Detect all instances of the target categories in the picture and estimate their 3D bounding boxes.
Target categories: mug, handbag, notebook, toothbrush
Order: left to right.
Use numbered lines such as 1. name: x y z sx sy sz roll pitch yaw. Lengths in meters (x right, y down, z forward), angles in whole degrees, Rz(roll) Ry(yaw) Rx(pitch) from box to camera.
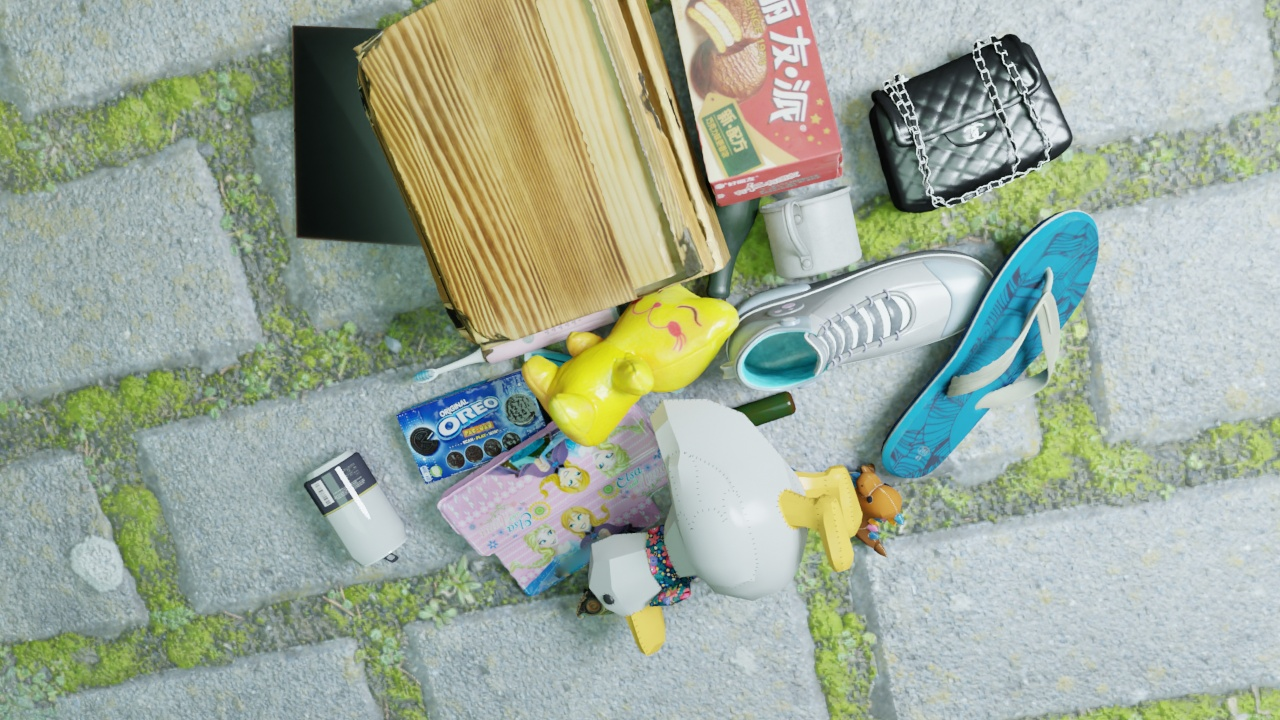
1. notebook: -0.279 -0.224 0.922 0.141 0.008 0.209 5 102 6
2. toothbrush: -0.126 -0.016 0.925 0.223 0.026 0.027 -19 80 5
3. mug: 0.153 -0.115 0.837 0.084 0.113 0.070 -9 103 27
4. handbag: 0.282 -0.208 0.801 0.154 0.114 0.125 -21 96 15

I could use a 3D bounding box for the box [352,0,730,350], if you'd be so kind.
1. box: -0.086 -0.171 0.784 0.247 0.175 0.279 -18 100 14

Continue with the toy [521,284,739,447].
1. toy: -0.005 0.005 0.848 0.193 0.134 0.087 -36 121 -16

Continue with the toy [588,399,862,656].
1. toy: 0.062 0.152 0.849 0.268 0.140 0.247 -11 101 21

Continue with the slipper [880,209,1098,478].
1. slipper: 0.333 0.003 0.842 0.118 0.060 0.295 17 114 -38

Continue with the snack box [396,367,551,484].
1. snack box: -0.171 0.067 0.957 0.150 0.027 0.082 -20 100 10

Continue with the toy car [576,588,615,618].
1. toy car: -0.019 0.236 0.963 0.047 0.047 0.112 40 107 -11

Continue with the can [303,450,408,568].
1. can: -0.298 0.162 0.974 0.064 0.064 0.127 -29 96 12

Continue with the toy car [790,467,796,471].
1. toy car: 0.128 0.160 0.930 0.056 0.043 0.120 15 100 4

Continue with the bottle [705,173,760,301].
1. bottle: 0.085 -0.139 0.870 0.055 0.055 0.174 9 103 5

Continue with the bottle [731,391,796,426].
1. bottle: 0.103 0.058 0.922 0.106 0.025 0.025 -19 98 10

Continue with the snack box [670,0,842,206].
1. snack box: 0.096 -0.262 0.799 0.113 0.060 0.236 -12 78 9

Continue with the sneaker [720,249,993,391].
1. sneaker: 0.200 -0.030 0.824 0.257 0.160 0.093 -15 99 11

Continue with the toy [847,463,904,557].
1. toy: 0.228 0.152 0.893 0.070 0.090 0.103 -34 97 -19

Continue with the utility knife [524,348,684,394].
1. utility knife: -0.037 0.010 0.937 0.169 0.015 0.022 11 71 3

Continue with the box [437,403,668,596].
1. box: -0.071 0.143 0.945 0.231 0.035 0.159 -33 109 11
